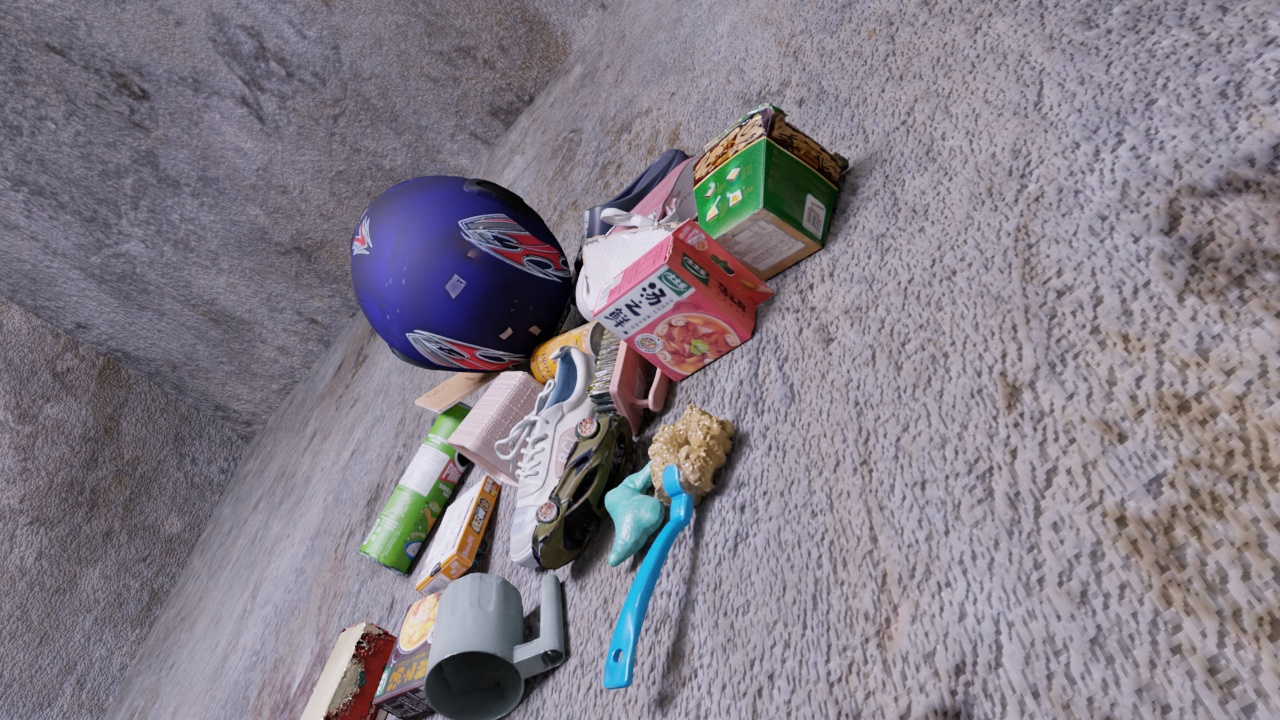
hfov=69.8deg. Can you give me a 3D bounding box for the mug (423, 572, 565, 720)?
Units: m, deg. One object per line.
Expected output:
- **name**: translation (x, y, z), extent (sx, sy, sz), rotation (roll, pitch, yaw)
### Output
- **mug**: translation (-0.125, 0.243, 0.806), extent (0.124, 0.084, 0.103), rotation (-22, 26, 5)

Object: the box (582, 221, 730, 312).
- **box**: translation (0.009, -0.094, 0.952), extent (0.185, 0.059, 0.090), rotation (2, 99, 49)

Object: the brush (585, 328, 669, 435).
- **brush**: translation (-0.006, 0.005, 0.932), extent (0.073, 0.063, 0.145), rotation (-11, 37, 18)

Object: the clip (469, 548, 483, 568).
- **clip**: translation (-0.197, 0.226, 1.041), extent (0.057, 0.014, 0.043), rotation (-29, 32, 50)

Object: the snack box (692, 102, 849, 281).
- **snack box**: translation (0.118, -0.145, 0.852), extent (0.118, 0.118, 0.105), rotation (-30, 44, 45)

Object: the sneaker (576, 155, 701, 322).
- **sneaker**: translation (0.013, -0.143, 1.052), extent (0.241, 0.118, 0.088), rotation (-50, 1, -4)

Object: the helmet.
- **helmet**: translation (-0.204, -0.099, 1.172), extent (0.240, 0.315, 0.247), rotation (37, 106, 37)

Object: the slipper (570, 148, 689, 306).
- **slipper**: translation (-0.035, -0.194, 1.245), extent (0.267, 0.083, 0.111), rotation (-57, 21, -12)

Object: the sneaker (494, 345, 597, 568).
- **sneaker**: translation (-0.091, 0.088, 0.932), extent (0.090, 0.090, 0.241), rotation (-28, 34, 49)

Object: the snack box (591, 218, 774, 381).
- **snack box**: translation (0.039, -0.051, 0.845), extent (0.127, 0.113, 0.044), rotation (-34, 28, 39)

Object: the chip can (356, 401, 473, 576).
- **chip can**: translation (-0.286, 0.168, 1.225), extent (0.072, 0.072, 0.235), rotation (-10, 48, 60)

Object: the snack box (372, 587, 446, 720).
- **snack box**: translation (-0.212, 0.298, 0.928), extent (0.126, 0.053, 0.113), rotation (-31, 31, 34)

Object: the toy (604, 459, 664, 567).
- **toy**: translation (-0.004, 0.123, 0.791), extent (0.096, 0.030, 0.092), rotation (-47, 25, 1)

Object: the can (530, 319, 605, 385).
- **can**: translation (-0.073, -0.008, 1.077), extent (0.146, 0.058, 0.058), rotation (-18, 41, 55)

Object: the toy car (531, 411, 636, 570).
- **toy car**: translation (-0.051, 0.120, 0.842), extent (0.042, 0.070, 0.157), rotation (14, 66, 29)

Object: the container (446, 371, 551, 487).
- **container**: translation (-0.151, 0.077, 1.073), extent (0.110, 0.090, 0.090), rotation (-57, 22, -17)

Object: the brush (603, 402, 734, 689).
- **brush**: translation (0.018, 0.131, 0.700), extent (0.083, 0.046, 0.253), rotation (-26, 29, 40)

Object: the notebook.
- **notebook**: translation (-0.210, 0.009, 1.279), extent (0.207, 0.008, 0.148), rotation (-34, 16, -20)

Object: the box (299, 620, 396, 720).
- **box**: translation (-0.325, 0.372, 0.994), extent (0.092, 0.080, 0.167), rotation (-30, 32, 46)

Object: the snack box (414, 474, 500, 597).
- **snack box**: translation (-0.208, 0.199, 1.054), extent (0.075, 0.026, 0.153), rotation (-41, 17, 21)
